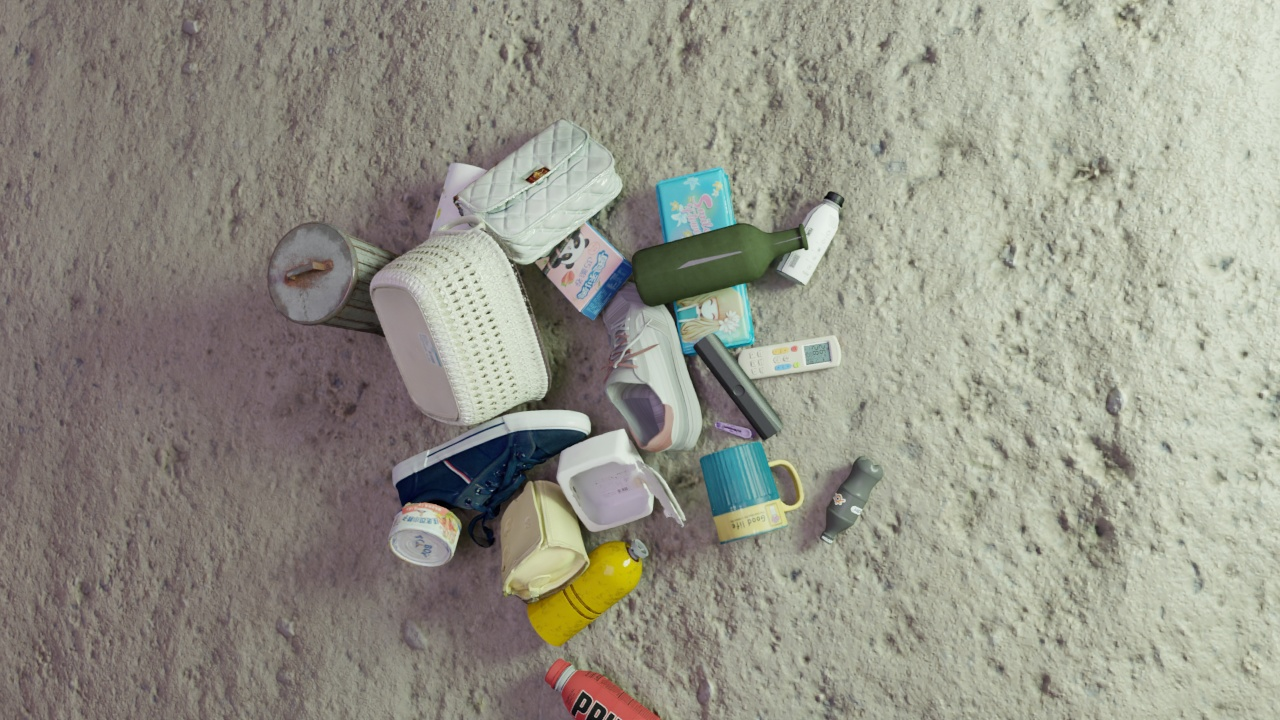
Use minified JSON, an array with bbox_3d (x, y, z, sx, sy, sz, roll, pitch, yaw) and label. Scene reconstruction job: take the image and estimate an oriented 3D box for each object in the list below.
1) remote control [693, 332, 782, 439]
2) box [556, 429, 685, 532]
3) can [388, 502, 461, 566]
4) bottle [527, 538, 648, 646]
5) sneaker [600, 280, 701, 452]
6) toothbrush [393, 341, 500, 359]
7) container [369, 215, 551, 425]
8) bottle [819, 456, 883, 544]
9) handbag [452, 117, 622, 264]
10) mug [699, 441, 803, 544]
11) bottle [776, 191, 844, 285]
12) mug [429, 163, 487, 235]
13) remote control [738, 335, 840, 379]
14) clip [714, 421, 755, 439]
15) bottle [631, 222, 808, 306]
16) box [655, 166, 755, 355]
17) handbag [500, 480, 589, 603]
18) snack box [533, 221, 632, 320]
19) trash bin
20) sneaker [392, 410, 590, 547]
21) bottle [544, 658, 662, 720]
[{"bbox_3d":[0.119,0.032,1.125,0.033,0.015,0.147,-37,90,18],"label":"remote control"},{"bbox_3d":[-0.013,0.149,1.115,0.190,0.101,0.111,-11,122,34],"label":"box"},{"bbox_3d":[-0.276,0.224,1.176,0.086,0.086,0.043,-11,41,17],"label":"can"},{"bbox_3d":[-0.059,0.282,1.150,0.164,0.071,0.071,-40,74,13],"label":"bottle"},{"bbox_3d":[-0.006,0.007,1.134,0.099,0.089,0.236,-33,71,35],"label":"sneaker"},{"bbox_3d":[-0.260,-0.015,1.275,0.187,0.017,0.012,-7,99,18],"label":"toothbrush"},{"bbox_3d":[-0.224,-0.038,1.144,0.185,0.142,0.252,7,122,45],"label":"container"},{"bbox_3d":[0.245,0.166,1.077,0.036,0.036,0.110,31,95,19],"label":"bottle"},{"bbox_3d":[-0.131,-0.225,1.182,0.194,0.072,0.139,-41,60,-16],"label":"handbag"},{"bbox_3d":[0.136,0.155,1.100,0.113,0.083,0.107,-13,76,-12],"label":"mug"},{"bbox_3d":[0.211,-0.150,1.116,0.041,0.041,0.116,30,95,19],"label":"bottle"},{"bbox_3d":[-0.234,-0.205,1.250,0.083,0.082,0.106,14,89,19],"label":"mug"},{"bbox_3d":[0.182,-0.003,1.124,0.126,0.018,0.038,-9,82,17],"label":"remote control"},{"bbox_3d":[0.117,0.086,1.137,0.051,0.033,0.013,15,88,27],"label":"clip"},{"bbox_3d":[0.096,-0.121,1.097,0.207,0.071,0.071,-13,81,15],"label":"bottle"},{"bbox_3d":[0.081,-0.124,1.161,0.094,0.039,0.226,-11,83,16],"label":"box"},{"bbox_3d":[-0.128,0.229,1.146,0.111,0.081,0.119,-45,33,18],"label":"handbag"},{"bbox_3d":[-0.080,-0.130,1.190,0.088,0.033,0.154,-49,51,9],"label":"snack box"},{"bbox_3d":[-0.384,-0.101,1.222,0.131,0.211,0.130,-2,84,18],"label":"trash bin"},{"bbox_3d":[-0.187,0.157,1.190,0.295,0.120,0.127,-24,65,18],"label":"sneaker"},{"bbox_3d":[-0.041,0.434,1.135,0.177,0.062,0.062,31,95,19],"label":"bottle"}]
